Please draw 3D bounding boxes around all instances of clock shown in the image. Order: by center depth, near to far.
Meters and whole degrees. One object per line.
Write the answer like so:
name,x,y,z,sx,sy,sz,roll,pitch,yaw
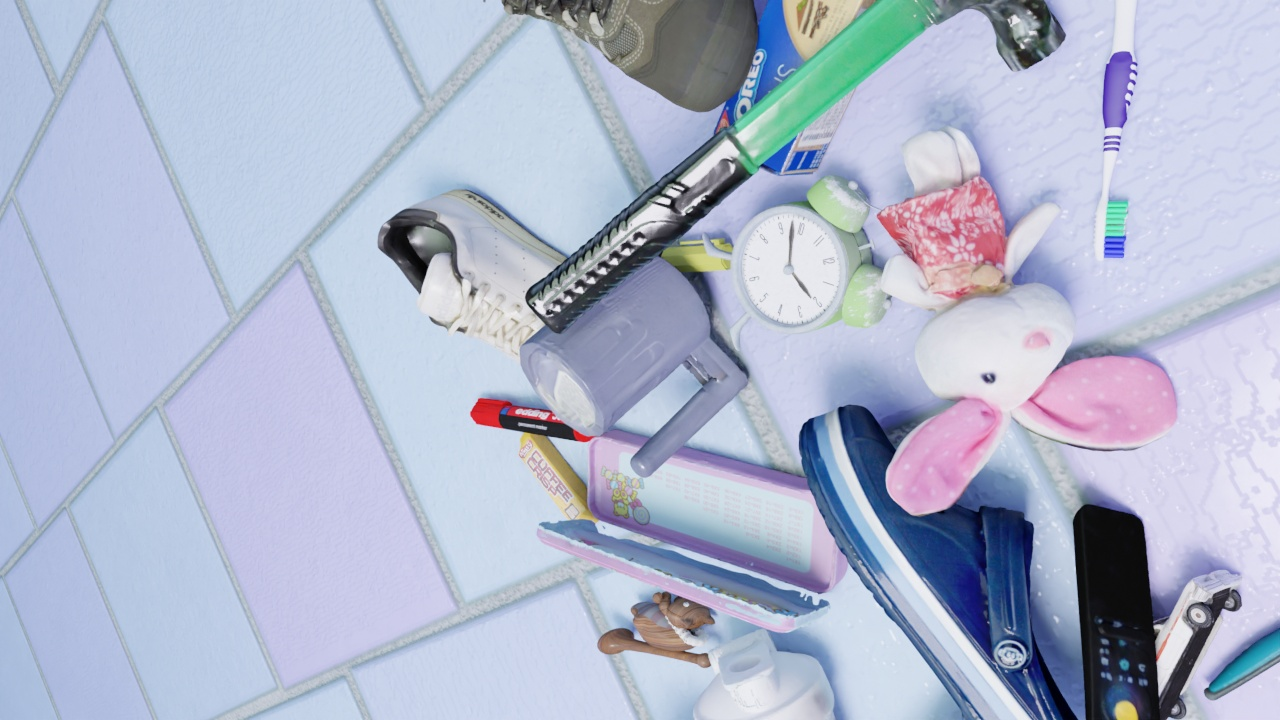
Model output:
clock,0.105,-0.060,0.567,0.120,0.042,0.094,-14,94,39

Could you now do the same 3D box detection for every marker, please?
marker,0.010,-0.072,0.652,0.124,0.017,0.021,2,102,38
marker,-0.088,0.047,0.740,0.145,0.021,0.023,4,81,46

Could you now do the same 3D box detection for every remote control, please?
remote control,0.244,0.151,0.474,0.020,0.041,0.151,128,153,-64

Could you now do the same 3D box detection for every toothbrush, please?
toothbrush,0.241,-0.143,0.461,0.016,0.015,0.187,6,104,31

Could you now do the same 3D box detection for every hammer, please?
hammer,0.057,-0.120,0.507,0.319,0.032,0.130,-38,111,21

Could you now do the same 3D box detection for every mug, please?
mug,-0.004,0.004,0.615,0.124,0.103,0.084,47,154,2

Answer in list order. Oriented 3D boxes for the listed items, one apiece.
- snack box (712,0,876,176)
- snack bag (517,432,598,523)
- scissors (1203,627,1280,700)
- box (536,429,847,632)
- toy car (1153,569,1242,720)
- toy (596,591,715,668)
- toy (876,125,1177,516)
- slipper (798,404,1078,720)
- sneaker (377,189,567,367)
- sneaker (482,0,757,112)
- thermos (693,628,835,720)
snack box,0.111,-0.209,0.517,0.057,0.056,0.207,37,120,23
snack bag,-0.068,0.096,0.751,0.099,0.020,0.026,50,124,16
scissors,0.345,0.143,0.452,0.125,0.019,0.156,-9,94,37
box,0.028,0.119,0.638,0.214,0.092,0.089,12,108,35
toy car,0.280,0.159,0.495,0.039,0.039,0.113,38,123,49
toy,0.015,0.204,0.702,0.102,0.041,0.054,-5,84,44
toy,0.184,-0.028,0.488,0.159,0.084,0.194,-14,85,-2
slipper,0.188,0.126,0.522,0.095,0.105,0.252,-37,76,17
sneaker,-0.108,-0.045,0.694,0.241,0.102,0.089,42,122,21
sneaker,-0.040,-0.240,0.544,0.238,0.142,0.101,48,125,33
thermos,0.107,0.298,0.628,0.100,0.099,0.220,-19,93,38
